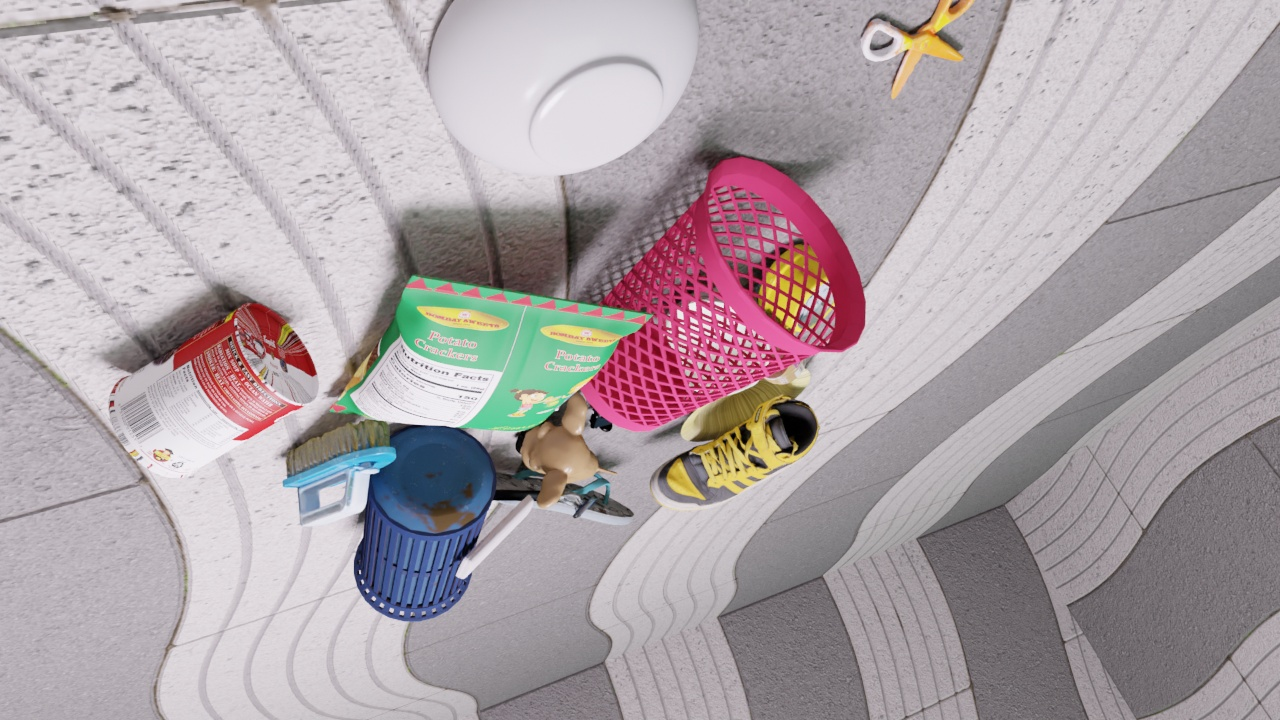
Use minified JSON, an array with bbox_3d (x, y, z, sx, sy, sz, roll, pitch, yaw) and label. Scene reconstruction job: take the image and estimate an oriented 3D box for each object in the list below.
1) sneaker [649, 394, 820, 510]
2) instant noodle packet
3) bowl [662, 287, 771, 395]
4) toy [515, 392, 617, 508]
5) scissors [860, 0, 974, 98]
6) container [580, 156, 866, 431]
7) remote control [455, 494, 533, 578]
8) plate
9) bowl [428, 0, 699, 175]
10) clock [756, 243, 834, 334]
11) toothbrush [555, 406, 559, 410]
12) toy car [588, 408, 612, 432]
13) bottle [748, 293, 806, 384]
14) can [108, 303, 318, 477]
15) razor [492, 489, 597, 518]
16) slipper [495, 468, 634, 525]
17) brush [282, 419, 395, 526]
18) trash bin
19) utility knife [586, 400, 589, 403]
[{"bbox_3d":[0.131,0.123,1.208,0.238,0.086,0.122,-22,163,-16],"label":"sneaker"},{"bbox_3d":[-0.136,0.004,0.782,0.195,0.090,0.254,8,152,-29],"label":"instant noodle packet"},{"bbox_3d":[0.080,-0.028,0.949,0.118,0.117,0.061,-44,-167,36],"label":"bowl"},{"bbox_3d":[-0.089,0.111,1.072,0.106,0.134,0.108,13,168,21],"label":"toy"},{"bbox_3d":[0.215,-0.250,0.715,0.128,0.011,0.126,-15,153,-18],"label":"scissors"},{"bbox_3d":[0.051,-0.039,0.817,0.182,0.183,0.226,0,153,-44],"label":"container"},{"bbox_3d":[-0.157,0.192,1.005,0.130,0.012,0.033,-43,165,-55],"label":"remote control"},{"bbox_3d":[0.131,0.045,1.204,0.184,0.036,0.185,-20,156,-10],"label":"plate"},{"bbox_3d":[-0.037,-0.171,0.569,0.176,0.066,0.177,-20,156,-10],"label":"bowl"},{"bbox_3d":[0.163,-0.065,0.961,0.083,0.057,0.119,-21,143,-39],"label":"clock"},{"bbox_3d":[-0.096,0.003,0.917,0.026,0.027,0.223,11,154,5],"label":"toothbrush"},{"bbox_3d":[-0.009,0.052,1.089,0.112,0.034,0.046,-17,155,-20],"label":"toy car"},{"bbox_3d":[0.140,-0.028,1.041,0.060,0.059,0.166,-30,147,11],"label":"bottle"},{"bbox_3d":[-0.314,0.023,0.679,0.116,0.086,0.086,-29,156,9],"label":"can"},{"bbox_3d":[-0.119,0.162,1.085,0.144,0.022,0.043,14,130,-38],"label":"razor"},{"bbox_3d":[-0.107,0.158,1.174,0.268,0.098,0.055,19,95,-45],"label":"slipper"},{"bbox_3d":[-0.277,0.106,0.863,0.136,0.075,0.055,-23,161,35],"label":"brush"},{"bbox_3d":[-0.239,0.178,1.009,0.139,0.139,0.250,-12,151,-26],"label":"trash bin"},{"bbox_3d":[0.023,0.005,1.044,0.191,0.018,0.030,-22,161,1],"label":"utility knife"}]
